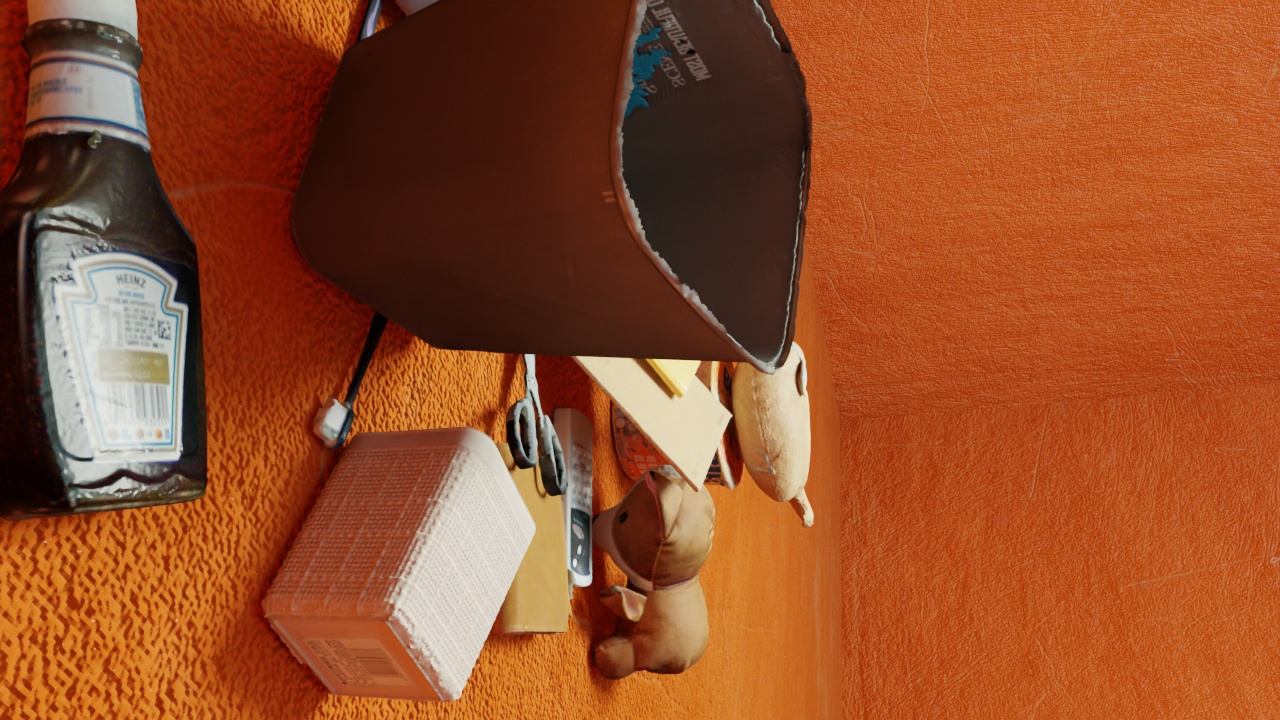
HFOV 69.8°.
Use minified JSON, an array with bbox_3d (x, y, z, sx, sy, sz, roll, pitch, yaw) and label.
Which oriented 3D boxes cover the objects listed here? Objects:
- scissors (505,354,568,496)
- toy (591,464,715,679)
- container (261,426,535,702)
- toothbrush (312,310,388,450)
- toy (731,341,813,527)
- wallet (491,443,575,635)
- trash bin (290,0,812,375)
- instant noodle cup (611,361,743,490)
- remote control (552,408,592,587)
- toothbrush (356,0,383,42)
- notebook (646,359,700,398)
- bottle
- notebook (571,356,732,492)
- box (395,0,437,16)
[{"bbox_3d":[-0.083,0.020,0.696,0.165,0.014,0.163,-55,127,-74],"label":"scissors"},{"bbox_3d":[0.012,0.180,0.833,0.140,0.130,0.200,-45,147,-71],"label":"toy"},{"bbox_3d":[-0.121,0.105,0.469,0.110,0.090,0.090,-71,150,-47],"label":"container"},{"bbox_3d":[-0.153,-0.026,0.532,0.018,0.016,0.180,55,32,-40],"label":"toothbrush"},{"bbox_3d":[0.145,0.085,0.969,0.143,0.083,0.226,-39,124,-61],"label":"toy"},{"bbox_3d":[-0.082,0.134,0.674,0.108,0.031,0.131,41,41,-67],"label":"wallet"},{"bbox_3d":[-0.043,-0.103,0.495,0.199,0.220,0.198,40,54,-52],"label":"trash bin"},{"bbox_3d":[0.041,0.064,0.967,0.151,0.111,0.151,-6,90,-73],"label":"instant noodle cup"},{"bbox_3d":[-0.057,0.117,0.784,0.058,0.021,0.149,43,42,-65],"label":"remote control"},{"bbox_3d":[-0.167,-0.208,0.562,0.014,0.017,0.188,75,14,-56],"label":"toothbrush"},{"bbox_3d":[-0.011,-0.072,0.854,0.206,0.010,0.145,49,26,-9],"label":"notebook"},{"bbox_3d":[-0.200,-0.043,0.335,0.079,0.044,0.195,11,73,-73],"label":"bottle"},{"bbox_3d":[-0.005,0.005,0.801,0.211,0.012,0.149,48,25,-6],"label":"notebook"},{"bbox_3d":[-0.060,-0.259,0.638,0.205,0.181,0.157,56,27,-62],"label":"box"}]
